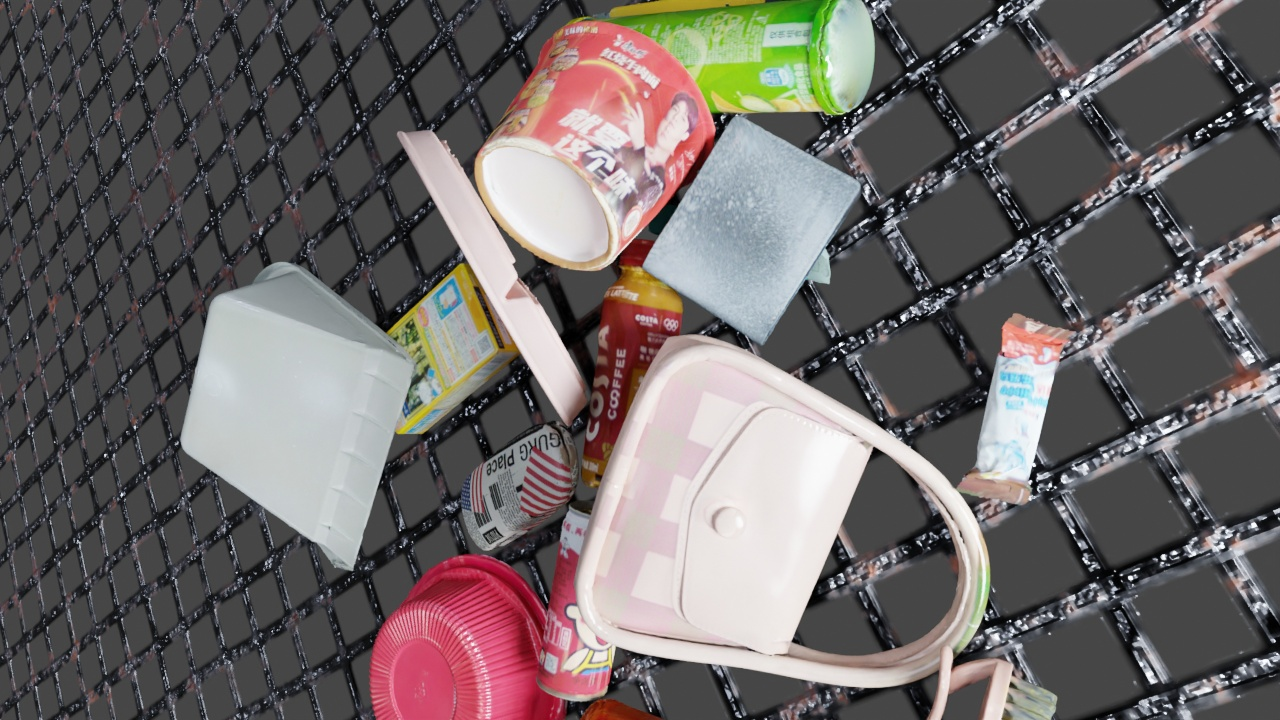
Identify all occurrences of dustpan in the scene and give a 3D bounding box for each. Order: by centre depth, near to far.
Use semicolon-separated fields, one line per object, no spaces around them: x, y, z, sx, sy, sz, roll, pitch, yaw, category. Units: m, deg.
-0.319;0.026;0.874;0.258;0.142;0.223;25;110;8;dustpan

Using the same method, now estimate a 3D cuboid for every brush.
0.179;0.234;0.504;0.073;0.063;0.145;14;95;24;brush

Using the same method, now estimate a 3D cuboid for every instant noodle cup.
-0.034;-0.134;0.605;0.138;0.138;0.108;9;53;35;instant noodle cup
-0.151;0.255;0.732;0.194;0.065;0.194;-2;87;36;instant noodle cup

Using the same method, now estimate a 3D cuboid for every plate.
-0.097;-0.059;0.635;0.028;0.230;0.229;-30;67;-6;plate

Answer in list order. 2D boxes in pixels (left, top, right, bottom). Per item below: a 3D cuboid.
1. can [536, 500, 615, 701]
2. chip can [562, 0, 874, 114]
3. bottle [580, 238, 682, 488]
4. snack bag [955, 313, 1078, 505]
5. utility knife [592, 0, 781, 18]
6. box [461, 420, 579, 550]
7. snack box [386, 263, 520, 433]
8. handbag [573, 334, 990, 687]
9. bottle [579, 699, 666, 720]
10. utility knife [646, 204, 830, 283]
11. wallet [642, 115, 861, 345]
-0.039;0.172;0.664;0.053;0.053;0.133;13;95;34;can
0.045;-0.200;0.615;0.222;0.072;0.072;10;93;35;chip can
-0.004;0.004;0.646;0.058;0.057;0.175;8;92;35;bottle
0.209;0.028;0.510;0.026;0.048;0.104;-150;73;-74;snack bag
0.032;-0.249;0.661;0.172;0.015;0.033;9;87;36;utility knife
-0.091;0.097;0.699;0.165;0.051;0.068;-34;51;47;box
-0.169;-0.008;0.778;0.141;0.033;0.087;-36;68;26;snack box
0.089;0.105;0.553;0.234;0.093;0.193;22;99;11;handbag
0.050;0.279;0.595;0.206;0.059;0.060;10;93;31;bottle
0.038;-0.092;0.648;0.218;0.013;0.029;20;97;34;utility knife
0.071;-0.085;0.596;0.097;0.019;0.121;33;97;12;wallet
